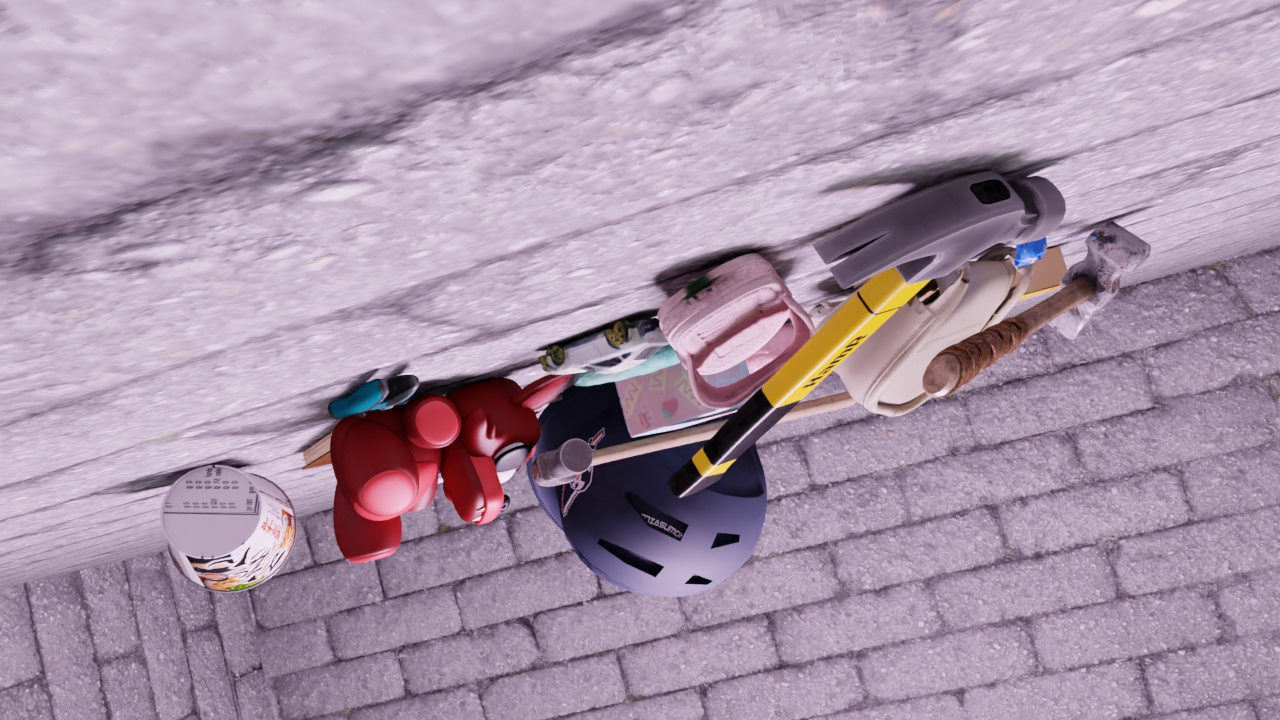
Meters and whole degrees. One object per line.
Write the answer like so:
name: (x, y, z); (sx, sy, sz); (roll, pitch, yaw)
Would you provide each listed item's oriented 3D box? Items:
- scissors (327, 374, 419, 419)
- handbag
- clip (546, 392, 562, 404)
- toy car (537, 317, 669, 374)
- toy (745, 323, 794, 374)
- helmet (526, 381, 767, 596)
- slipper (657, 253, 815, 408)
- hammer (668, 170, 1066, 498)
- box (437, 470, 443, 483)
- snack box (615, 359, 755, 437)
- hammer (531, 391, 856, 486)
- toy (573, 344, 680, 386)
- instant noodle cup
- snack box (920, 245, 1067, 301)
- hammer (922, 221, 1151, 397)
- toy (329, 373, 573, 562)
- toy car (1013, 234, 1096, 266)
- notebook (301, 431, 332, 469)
scissors: (-0.195, 0.029, 0.639); (0.136, 0.019, 0.138); (-14, 176, 18)
handbag: (0.227, -0.047, 0.794); (0.228, 0.132, 0.185); (-13, 150, -53)
clip: (-0.120, 0.043, 0.951); (0.076, 0.023, 0.044); (-18, 172, 11)
toy car: (-0.024, -0.006, 0.673); (0.106, 0.033, 0.048); (-17, 176, 31)
toy: (0.138, -0.011, 0.986); (0.108, 0.053, 0.105); (-13, -175, -23)
helmet: (0.004, 0.135, 0.989); (0.233, 0.272, 0.222); (-60, 179, 19)
slipper: (0.070, -0.012, 0.614); (0.094, 0.064, 0.239); (-32, 169, 5)
hammer: (0.101, 0.005, 0.567); (0.169, 0.034, 0.326); (-14, 155, -38)
box: (-0.204, 0.103, 1.067); (0.076, 0.033, 0.214); (-17, -175, 11)
snack box: (0.041, 0.020, 0.855); (0.095, 0.079, 0.092); (-20, 171, 30)
hammer: (0.058, 0.060, 0.816); (0.330, 0.030, 0.120); (-12, 171, -26)
toy: (-0.001, -0.003, 0.754); (0.105, 0.033, 0.085); (-17, 175, -30)
instant noodle cup: (-0.403, 0.156, 0.887); (0.123, 0.123, 0.122); (-13, 165, -19)
snack box: (0.375, -0.078, 0.982); (0.126, 0.040, 0.088); (-15, 175, 1)
hammer: (0.333, -0.033, 0.786); (0.317, 0.049, 0.122); (-23, 146, -40)
toy: (-0.155, 0.079, 0.755); (0.196, 0.120, 0.159); (-17, 152, -31)
toy car: (0.309, -0.092, 0.681); (0.062, 0.033, 0.092); (-10, 177, 21)
notebook: (-0.231, 0.069, 0.906); (0.167, 0.024, 0.226); (-10, 173, -32)
